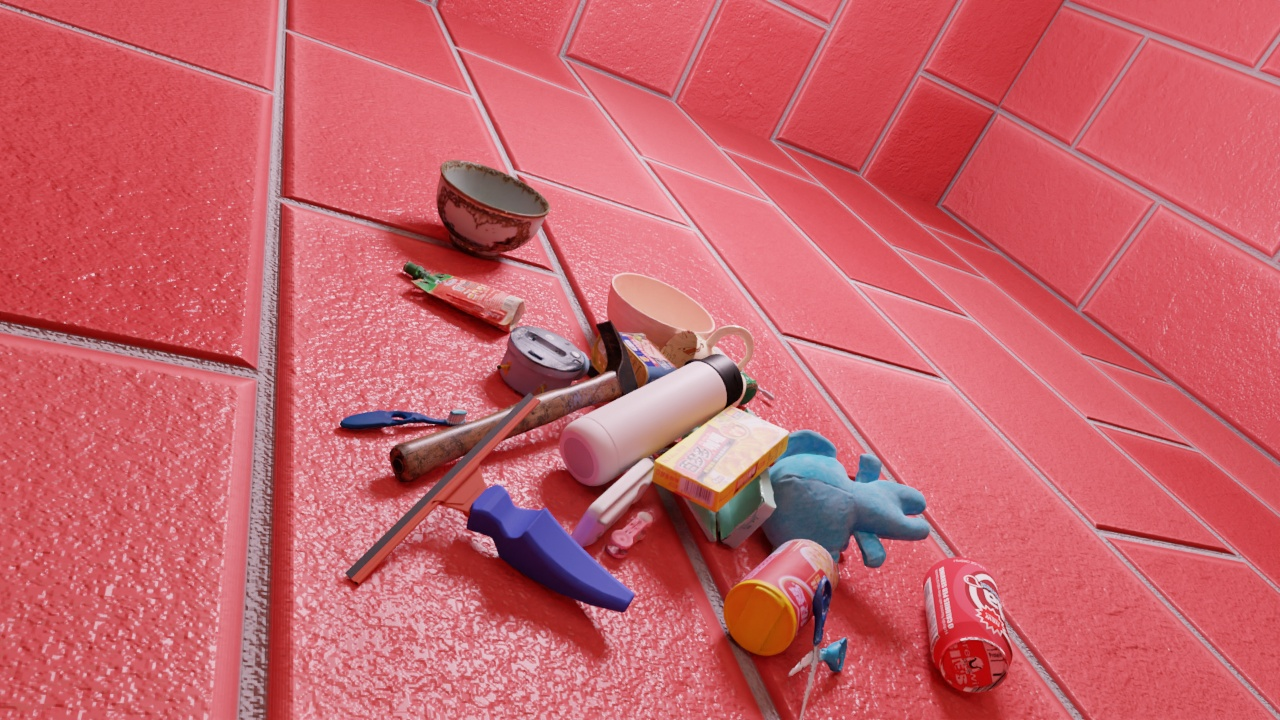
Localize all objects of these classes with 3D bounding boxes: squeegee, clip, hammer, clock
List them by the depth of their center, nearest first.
[{"bbox_3d":[-0.087,0.151,0.758,0.185,0.055,0.248,31,42,10],"label":"squeegee"},{"bbox_3d":[-0.007,0.159,0.849,0.023,0.044,0.060,33,11,20],"label":"clip"},{"bbox_3d":[-0.114,0.046,0.912,0.329,0.033,0.120,-20,93,-51],"label":"hammer"},{"bbox_3d":[-0.108,0.000,1.037,0.089,0.052,0.124,29,24,8],"label":"clock"}]

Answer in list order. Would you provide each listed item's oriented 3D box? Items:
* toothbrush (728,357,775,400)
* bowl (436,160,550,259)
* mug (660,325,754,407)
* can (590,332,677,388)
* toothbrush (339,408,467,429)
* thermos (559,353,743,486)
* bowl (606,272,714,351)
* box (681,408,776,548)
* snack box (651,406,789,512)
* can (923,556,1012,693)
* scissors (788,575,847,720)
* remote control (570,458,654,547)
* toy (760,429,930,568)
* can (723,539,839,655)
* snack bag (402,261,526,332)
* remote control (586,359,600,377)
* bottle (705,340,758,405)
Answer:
[{"bbox_3d":[0.115,0.000,1.300,0.188,0.018,0.019,38,25,23],"label":"toothbrush"},{"bbox_3d":[-0.215,-0.198,1.268,0.160,0.094,0.159,22,25,-11],"label":"bowl"},{"bbox_3d":[0.091,0.005,1.141,0.097,0.122,0.081,32,17,-28],"label":"mug"},{"bbox_3d":[-0.006,0.006,1.088,0.059,0.054,0.100,2,34,-45],"label":"can"},{"bbox_3d":[-0.219,0.055,0.861,0.132,0.016,0.021,1,32,-45],"label":"toothbrush"},{"bbox_3d":[0.010,0.055,0.973,0.229,0.068,0.101,-26,17,-38],"label":"thermos"},{"bbox_3d":[0.016,-0.047,1.226,0.153,0.076,0.152,23,24,-11],"label":"bowl"},{"bbox_3d":[0.078,0.107,0.980,0.091,0.077,0.188,34,24,-14],"label":"box"},{"bbox_3d":[0.083,0.096,0.927,0.075,0.025,0.151,23,31,27],"label":"snack box"},{"bbox_3d":[0.329,0.263,0.929,0.074,0.075,0.142,28,24,1],"label":"can"},{"bbox_3d":[0.150,0.242,0.791,0.014,0.117,0.129,-4,1,35],"label":"scissors"},{"bbox_3d":[-0.023,0.134,0.861,0.022,0.050,0.133,36,26,11],"label":"remote control"},{"bbox_3d":[0.211,0.161,0.979,0.180,0.115,0.183,8,49,1],"label":"toy"},{"bbox_3d":[0.130,0.213,0.838,0.067,0.067,0.124,37,26,20],"label":"can"},{"bbox_3d":[-0.218,-0.085,1.116,0.155,0.044,0.087,24,19,5],"label":"snack bag"},{"bbox_3d":[-0.005,0.038,1.111,0.133,0.013,0.058,36,26,20],"label":"remote control"},{"bbox_3d":[0.111,0.014,1.240,0.042,0.043,0.110,1,34,-44],"label":"bottle"}]
